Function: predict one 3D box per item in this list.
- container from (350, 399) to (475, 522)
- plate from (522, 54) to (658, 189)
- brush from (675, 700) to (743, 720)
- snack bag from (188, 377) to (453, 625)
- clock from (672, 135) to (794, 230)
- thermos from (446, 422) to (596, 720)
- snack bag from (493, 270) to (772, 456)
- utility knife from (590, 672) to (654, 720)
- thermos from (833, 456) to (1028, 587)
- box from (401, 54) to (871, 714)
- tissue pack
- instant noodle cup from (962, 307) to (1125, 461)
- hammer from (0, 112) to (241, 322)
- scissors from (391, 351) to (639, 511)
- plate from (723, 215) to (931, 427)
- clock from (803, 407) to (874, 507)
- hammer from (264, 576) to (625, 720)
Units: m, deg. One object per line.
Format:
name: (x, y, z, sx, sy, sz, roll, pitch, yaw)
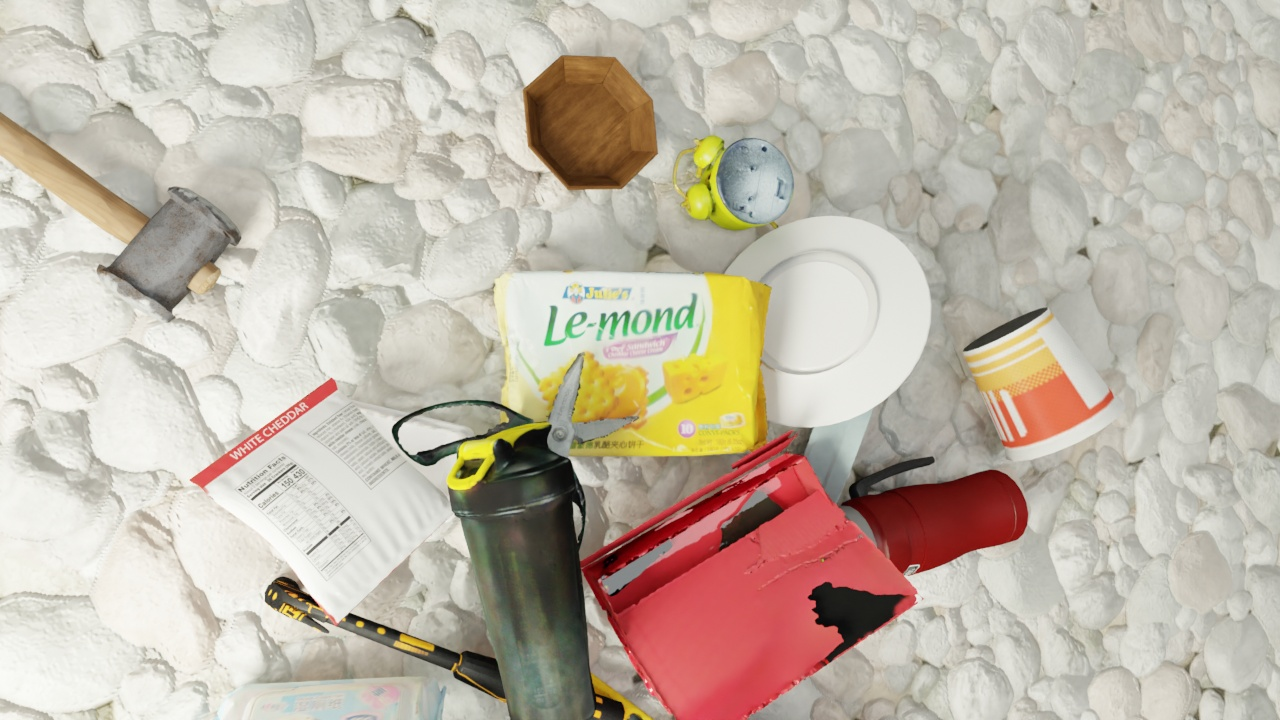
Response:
container: (-0.209, 0.081, 0.755, 0.129, 0.050, 0.080, 15, 81, -18)
plate: (-0.048, -0.217, 0.847, 0.131, 0.025, 0.131, 2, 85, -20)
brush: (0.110, 0.360, 0.831, 0.173, 0.082, 0.041, 27, 77, -16)
snack bag: (-0.226, 0.098, 0.677, 0.144, 0.039, 0.130, 45, 49, 0)
clock: (0.088, -0.169, 0.876, 0.119, 0.057, 0.083, 13, 82, -19)
thermos: (-0.085, 0.163, 0.694, 0.098, 0.098, 0.221, -10, 93, -20)
snack bag: (-0.005, 0.005, 0.804, 0.247, 0.068, 0.159, 1, 84, -5)
utility knife: (-0.002, 0.329, 0.831, 0.224, 0.019, 0.030, 41, 84, -15)
thermos: (0.275, 0.153, 0.909, 0.198, 0.084, 0.108, -9, 70, -22)
box: (0.025, 0.050, 0.680, 0.214, 0.171, 0.479, -28, 131, -13)
tissue pack: (-0.238, 0.291, 0.680, 0.181, 0.112, 0.070, 1, 113, -10)
instant noodle cup: (0.407, 0.021, 0.948, 0.123, 0.124, 0.121, -29, 88, -19)
hammer: (-0.463, -0.158, 0.688, 0.328, 0.052, 0.098, 37, 75, -10)
scissors: (-0.107, 0.081, 0.746, 0.204, 0.015, 0.201, 14, 91, -10)
plate: (0.155, -0.041, 0.833, 0.015, 0.209, 0.208, 40, 69, -57)
clock: (0.179, 0.083, 0.859, 0.045, 0.122, 0.159, 22, 98, 13)
hammer: (-0.147, 0.244, 0.739, 0.320, 0.123, 0.036, 29, 73, -20)
